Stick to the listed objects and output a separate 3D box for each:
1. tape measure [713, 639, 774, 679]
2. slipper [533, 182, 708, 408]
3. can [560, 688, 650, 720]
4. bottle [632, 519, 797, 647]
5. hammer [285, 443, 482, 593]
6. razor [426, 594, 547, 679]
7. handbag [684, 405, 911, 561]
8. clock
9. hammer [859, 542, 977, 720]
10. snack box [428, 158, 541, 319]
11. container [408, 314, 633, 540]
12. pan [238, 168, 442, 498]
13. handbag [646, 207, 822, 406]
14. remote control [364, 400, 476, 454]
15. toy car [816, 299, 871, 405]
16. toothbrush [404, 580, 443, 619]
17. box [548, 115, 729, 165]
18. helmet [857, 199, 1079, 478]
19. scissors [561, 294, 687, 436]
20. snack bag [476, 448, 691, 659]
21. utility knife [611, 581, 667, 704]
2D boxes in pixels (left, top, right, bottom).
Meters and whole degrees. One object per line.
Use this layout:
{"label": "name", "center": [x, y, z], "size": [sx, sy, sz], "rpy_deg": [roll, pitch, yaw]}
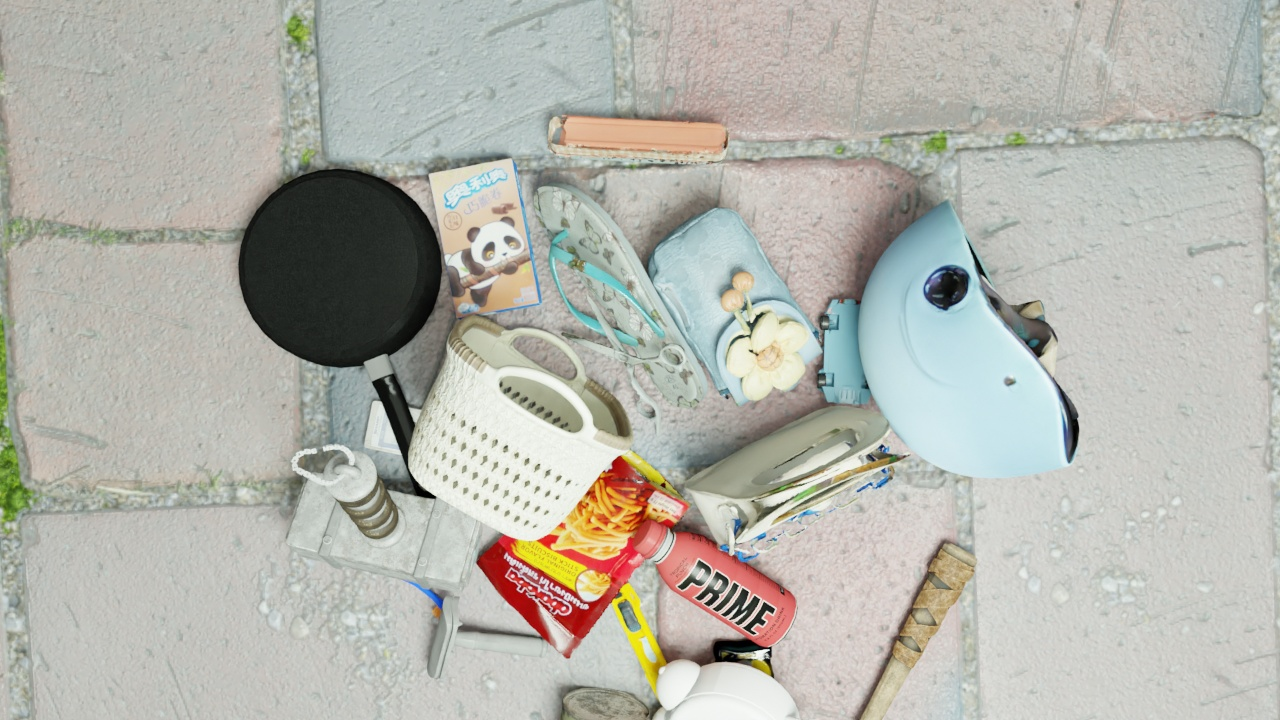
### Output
{"label": "tape measure", "center": [0.108, 0.320, 0.949], "size": [0.062, 0.034, 0.061], "rpy_deg": [-6, 93, 1]}
{"label": "slipper", "center": [-0.026, -0.060, 0.905], "size": [0.054, 0.098, 0.269], "rpy_deg": [-38, 93, -35]}
{"label": "can", "center": [-0.040, 0.383, 0.923], "size": [0.090, 0.090, 0.074], "rpy_deg": [9, 91, 0]}
{"label": "bottle", "center": [0.071, 0.217, 0.916], "size": [0.176, 0.062, 0.062], "rpy_deg": [35, 91, -13]}
{"label": "hammer", "center": [-0.235, 0.130, 0.805], "size": [0.177, 0.327, 0.079], "rpy_deg": [13, 67, -2]}
{"label": "razor", "center": [-0.153, 0.290, 0.943], "size": [0.116, 0.047, 0.088], "rpy_deg": [11, 118, -14]}
{"label": "handbag", "center": [0.155, 0.115, 0.854], "size": [0.200, 0.200, 0.093], "rpy_deg": [-26, 90, -14]}
{"label": "clock", "center": [0.092, 0.360, 0.913], "size": [0.161, 0.072, 0.125], "rpy_deg": [14, 119, 15]}
{"label": "hammer", "center": [0.258, 0.336, 0.946], "size": [0.121, 0.049, 0.318], "rpy_deg": [28, 90, -3]}
{"label": "snack box", "center": [-0.158, -0.123, 0.939], "size": [0.087, 0.034, 0.151], "rpy_deg": [-10, 91, 1]}
{"label": "container", "center": [-0.113, 0.054, 0.840], "size": [0.184, 0.246, 0.143], "rpy_deg": [32, 96, -8]}
{"label": "pan", "center": [-0.280, -0.025, 0.931], "size": [0.204, 0.044, 0.355], "rpy_deg": [-21, 87, 1]}
{"label": "handbag", "center": [0.092, -0.053, 0.897], "size": [0.122, 0.118, 0.192], "rpy_deg": [-31, 96, 4]}
{"label": "remote control", "center": [-0.217, 0.079, 0.956], "size": [0.136, 0.011, 0.050], "rpy_deg": [12, 92, 0]}
{"label": "toy car", "center": [0.211, -0.007, 0.943], "size": [0.060, 0.027, 0.107], "rpy_deg": [3, 81, 0]}
{"label": "toothbrush", "center": [-0.266, 0.214, 0.958], "size": [0.182, 0.016, 0.018], "rpy_deg": [39, 96, -1]}
{"label": "box", "center": [-0.003, -0.225, 0.930], "size": [0.187, 0.056, 0.059], "rpy_deg": [2, 123, 2]}
{"label": "helmet", "center": [0.291, -0.013, 0.853], "size": [0.167, 0.225, 0.265], "rpy_deg": [-22, 67, 21]}
{"label": "scissors", "center": [-0.010, 0.008, 0.917], "size": [0.142, 0.014, 0.175], "rpy_deg": [2, 126, 35]}
{"label": "snack bag", "center": [-0.058, 0.186, 0.944], "size": [0.139, 0.066, 0.208], "rpy_deg": [41, 100, -2]}
{"label": "utility knife", "center": [0.005, 0.295, 0.960], "size": [0.030, 0.017, 0.151], "rpy_deg": [-26, 94, 13]}
